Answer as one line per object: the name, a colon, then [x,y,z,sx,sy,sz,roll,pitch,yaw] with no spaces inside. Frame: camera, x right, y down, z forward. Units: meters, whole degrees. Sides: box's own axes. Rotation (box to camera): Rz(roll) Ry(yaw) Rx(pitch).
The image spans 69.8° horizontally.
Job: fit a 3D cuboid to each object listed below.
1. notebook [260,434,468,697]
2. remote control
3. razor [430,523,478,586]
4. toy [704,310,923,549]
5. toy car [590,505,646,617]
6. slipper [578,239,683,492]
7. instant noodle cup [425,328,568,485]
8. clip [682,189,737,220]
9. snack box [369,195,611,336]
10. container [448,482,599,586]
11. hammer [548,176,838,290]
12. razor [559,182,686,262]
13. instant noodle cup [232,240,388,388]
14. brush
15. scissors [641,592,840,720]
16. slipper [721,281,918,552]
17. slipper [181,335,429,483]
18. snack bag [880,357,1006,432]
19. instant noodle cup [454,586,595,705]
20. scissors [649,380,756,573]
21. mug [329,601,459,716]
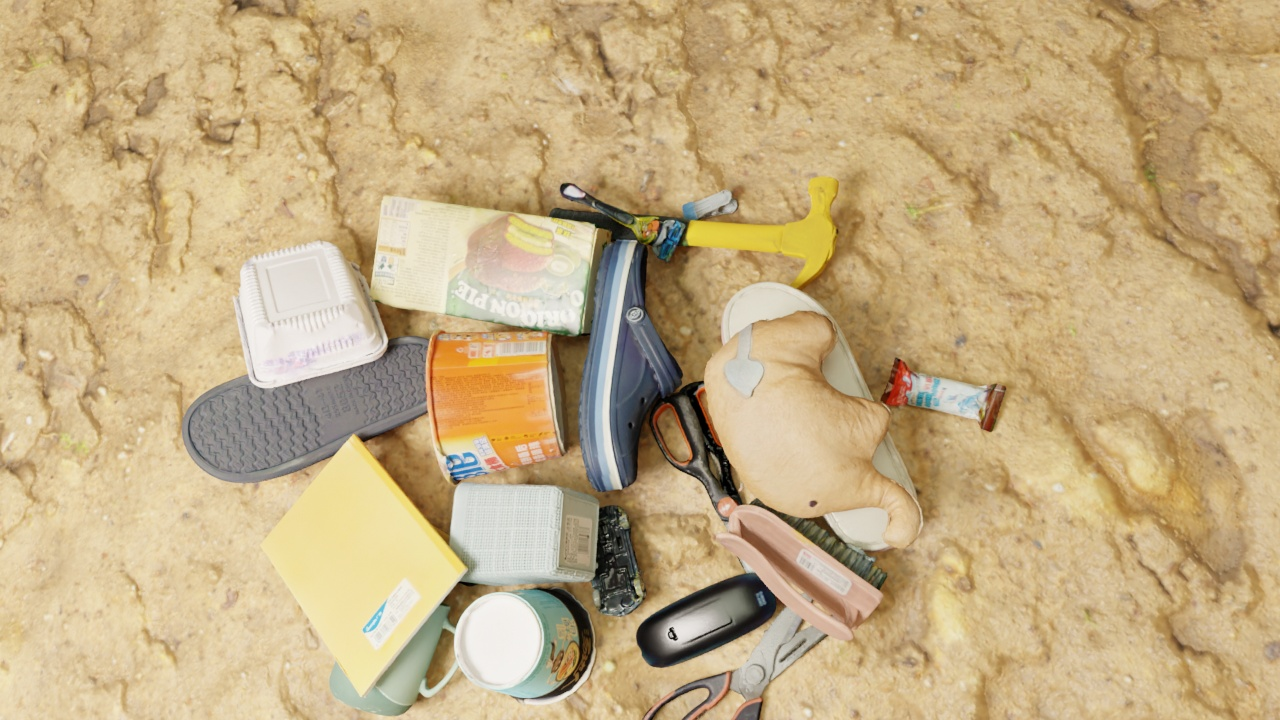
notebook: [-0.261,0.181,0.847,0.206,0.010,0.146,39,89,34]
remote control: [0.057,0.235,0.828,0.136,0.024,0.053,-28,73,9]
razor: [-0.221,0.172,0.903,0.167,0.062,0.067,24,48,12]
toy: [0.144,0.069,0.784,0.144,0.082,0.226,-34,80,17]
toy car: [-0.025,0.189,0.862,0.049,0.031,0.105,-18,63,10]
slipper: [-0.005,0.005,0.882,0.095,0.105,0.252,2,71,6]
instant noodle cup: [-0.132,0.038,0.877,0.111,0.151,0.151,-7,71,1]
clip: [0.072,-0.160,0.962,0.057,0.028,0.024,-17,68,16]
snack box: [-0.155,-0.098,0.946,0.240,0.063,0.114,9,95,15]
container: [-0.104,0.160,0.842,0.112,0.090,0.090,-6,71,28]
hammer: [0.048,-0.130,0.936,0.301,0.032,0.128,7,90,18]
razor: [-0.024,-0.149,0.931,0.143,0.022,0.043,29,95,17]
instant noodle cup: [-0.346,-0.059,0.945,0.137,0.060,0.173,-17,47,-17]
brush: [0.139,0.177,0.804,0.145,0.063,0.072,36,54,15]
scissors: [0.094,0.300,0.812,0.197,0.015,0.213,-4,71,11]
slipper: [0.164,0.049,0.853,0.114,0.054,0.274,-30,76,4]
slipper: [-0.325,0.056,0.950,0.267,0.083,0.110,-19,75,-14]
snack bag: [0.280,0.031,0.851,0.104,0.026,0.048,17,89,17]
instant noodle cup: [-0.107,0.251,0.812,0.111,0.120,0.111,-3,72,11]
scissors: [0.091,0.120,0.865,0.125,0.022,0.235,-41,69,-3]
mug: [-0.222,0.272,0.855,0.112,0.082,0.106,18,76,-1]
